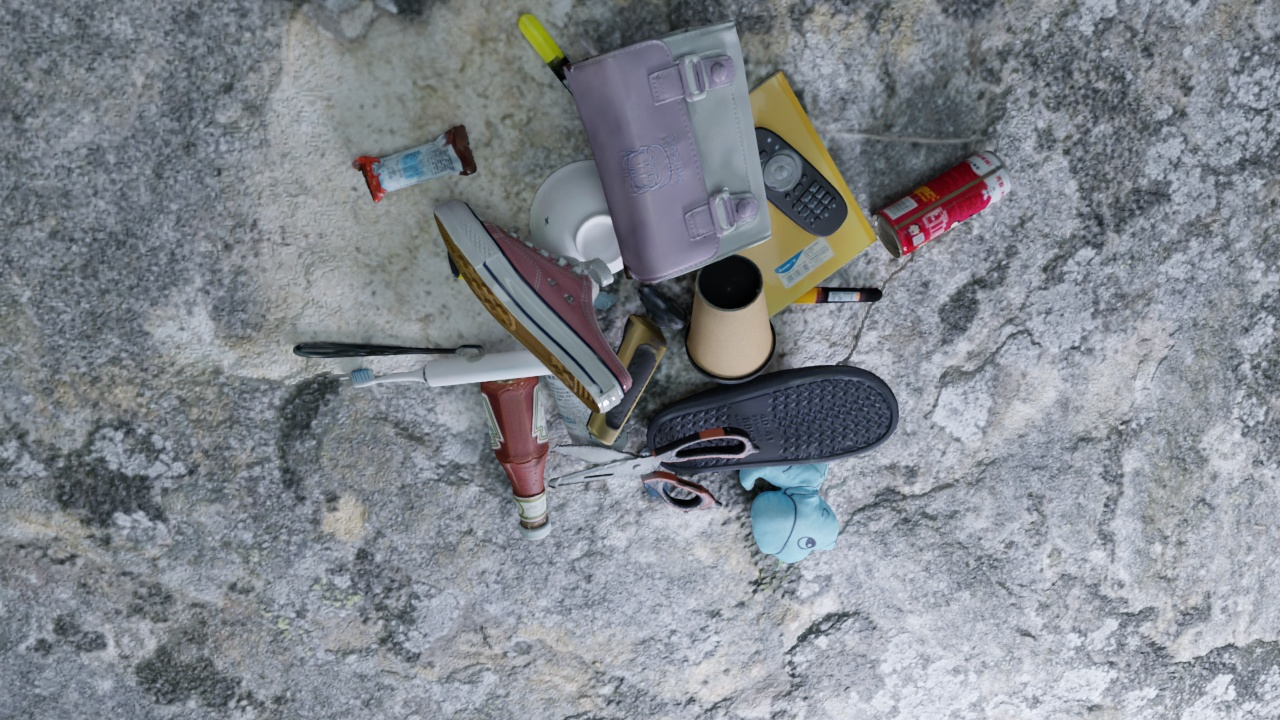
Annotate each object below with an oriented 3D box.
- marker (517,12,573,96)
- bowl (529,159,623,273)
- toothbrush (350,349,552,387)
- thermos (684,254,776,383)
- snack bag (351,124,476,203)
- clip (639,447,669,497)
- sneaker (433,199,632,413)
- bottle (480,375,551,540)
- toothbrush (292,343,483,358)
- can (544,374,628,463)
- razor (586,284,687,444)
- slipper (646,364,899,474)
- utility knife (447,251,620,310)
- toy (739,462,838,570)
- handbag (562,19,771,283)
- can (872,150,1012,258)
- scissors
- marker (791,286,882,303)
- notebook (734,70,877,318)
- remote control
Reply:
[{"bbox_3d":[-0.067,-0.257,0.819,0.018,0.015,0.124,-38,122,7],"label":"marker"},{"bbox_3d":[-0.042,-0.123,0.863,0.118,0.064,0.118,-6,117,-12],"label":"bowl"},{"bbox_3d":[-0.175,0.009,0.886,0.221,0.026,0.026,-6,104,10],"label":"toothbrush"},{"bbox_3d":[0.086,-0.041,0.889,0.093,0.093,0.143,-21,154,-4],"label":"thermos"},{"bbox_3d":[-0.200,-0.174,0.818,0.105,0.026,0.045,-19,110,-6],"label":"snack bag"},{"bbox_3d":[0.013,0.123,1.025,0.027,0.044,0.058,-16,109,0],"label":"clip"},{"bbox_3d":[-0.085,-0.063,0.824,0.087,0.118,0.241,-42,82,-16],"label":"sneaker"},{"bbox_3d":[-0.123,0.097,0.955,0.059,0.059,0.206,-10,118,-10],"label":"bottle"},{"bbox_3d":[-0.244,-0.008,0.896,0.181,0.018,0.016,1,118,-13],"label":"toothbrush"},{"bbox_3d":[-0.060,0.033,0.939,0.058,0.058,0.147,-21,119,-4],"label":"can"},{"bbox_3d":[-0.005,0.005,0.908,0.062,0.068,0.167,34,74,-30],"label":"razor"},{"bbox_3d":[0.139,0.053,0.997,0.268,0.083,0.111,-11,115,12],"label":"slipper"},{"bbox_3d":[-0.103,-0.077,0.897,0.177,0.015,0.033,13,111,-20],"label":"utility knife"},{"bbox_3d":[0.175,0.172,1.074,0.161,0.049,0.156,21,107,-18],"label":"toy"},{"bbox_3d":[0.030,-0.182,0.802,0.144,0.098,0.197,-25,114,-25],"label":"handbag"},{"bbox_3d":[0.309,-0.160,0.940,0.133,0.053,0.053,-31,119,2],"label":"can"},{"bbox_3d":[0.018,0.112,0.958,0.189,0.015,0.224,-35,130,17],"label":"scissors"},{"bbox_3d":[0.202,-0.070,0.980,0.123,0.015,0.018,-1,111,-15],"label":"marker"},{"bbox_3d":[0.130,-0.157,0.911,0.146,0.010,0.206,-36,114,4],"label":"notebook"},{"bbox_3d":[0.145,-0.172,0.887,0.136,0.024,0.053,37,101,-21],"label":"remote control"}]
